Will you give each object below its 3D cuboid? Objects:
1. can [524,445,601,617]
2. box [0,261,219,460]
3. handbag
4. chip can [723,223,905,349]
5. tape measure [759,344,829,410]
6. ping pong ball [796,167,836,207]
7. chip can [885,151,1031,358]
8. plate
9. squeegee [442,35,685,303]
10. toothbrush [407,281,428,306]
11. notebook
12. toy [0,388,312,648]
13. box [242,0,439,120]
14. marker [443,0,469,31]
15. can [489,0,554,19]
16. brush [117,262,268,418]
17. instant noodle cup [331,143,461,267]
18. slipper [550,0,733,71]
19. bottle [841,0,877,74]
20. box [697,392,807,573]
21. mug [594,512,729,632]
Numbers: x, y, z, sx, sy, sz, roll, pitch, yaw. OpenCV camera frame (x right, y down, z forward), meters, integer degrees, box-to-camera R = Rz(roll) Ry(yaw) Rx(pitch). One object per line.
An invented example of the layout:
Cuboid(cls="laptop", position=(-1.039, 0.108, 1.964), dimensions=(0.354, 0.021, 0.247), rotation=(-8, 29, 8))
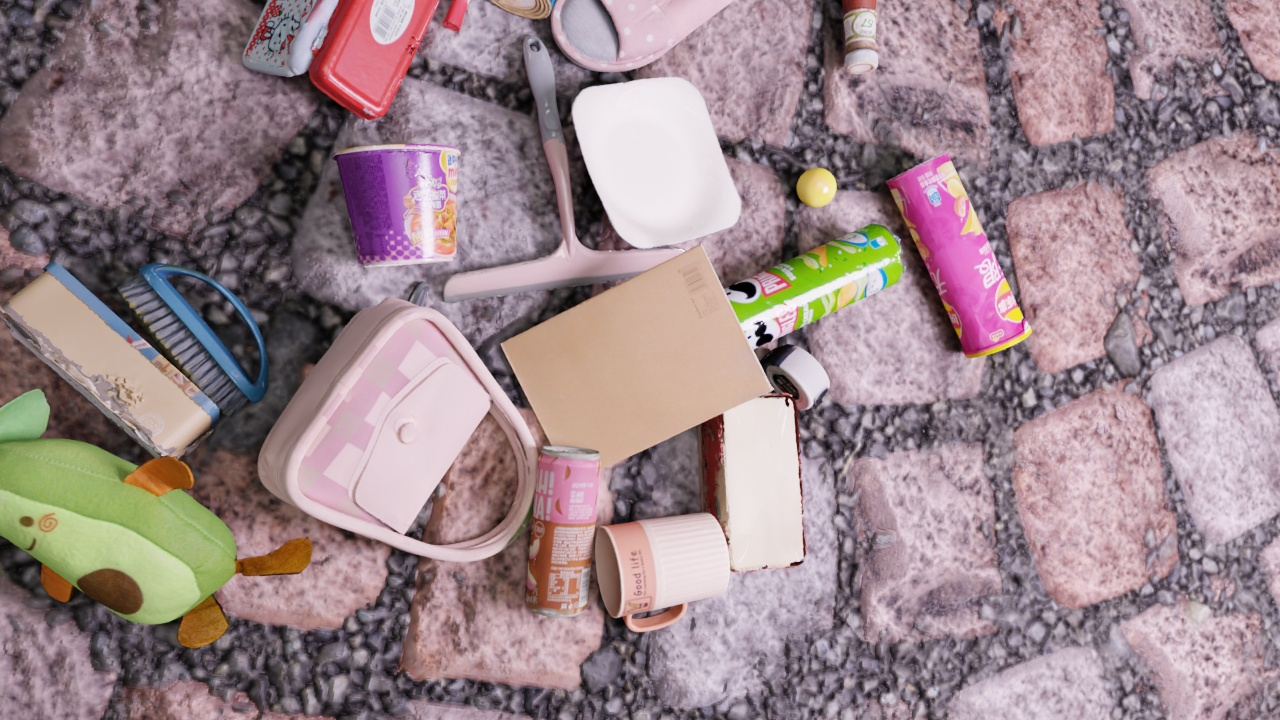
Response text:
Cuboid(cls="can", position=(-0.070, 0.153, 0.831), dimensions=(0.058, 0.058, 0.147), rotation=(5, 91, -16))
Cuboid(cls="box", position=(-0.423, 0.003, 0.729), dimensions=(0.184, 0.090, 0.060), rotation=(47, 63, -10))
Cuboid(cls="handbag", position=(-0.187, 0.081, 0.798), dimensions=(0.234, 0.093, 0.193), rotation=(43, 70, -28))
Cuboid(cls="chip can", position=(0.150, -0.065, 0.914), dimensions=(0.235, 0.072, 0.072), rotation=(-24, 93, -17))
Cuboid(cls="tape measure", position=(0.154, 0.017, 0.911), dimensions=(0.033, 0.066, 0.066), rotation=(-44, 98, -16))
Cuboid(cls="ping pong ball", position=(0.182, -0.178, 0.947), dimensions=(0.040, 0.040, 0.040), rotation=(1, 85, -16))
Cuboid(cls="chip can", position=(0.335, -0.110, 0.971), dimensions=(0.071, 0.071, 0.210), rotation=(-27, 93, -17))
Cuboid(cls="plate", position=(0.012, -0.188, 0.885), dimensions=(0.163, 0.034, 0.164), rotation=(-19, 89, -34))
Cuboid(cls="squeegee", position=(-0.082, -0.193, 0.873), dimensions=(0.247, 0.040, 0.249), rotation=(-10, 88, -17))
Cuboid(cls="toothbrush", position=(-0.229, 0.011, 0.826), dimensions=(0.015, 0.018, 0.181), rotation=(23, 79, -11))
Cuboid(cls="notebook", position=(-0.005, 0.005, 0.848), dimensions=(0.212, 0.012, 0.149), rotation=(-26, 92, 8))
Cuboid(cls="toy", position=(-0.392, 0.135, 0.698), dimensions=(0.227, 0.089, 0.246), rotation=(-38, 120, 23))
Cuboid(cls="box", position=(-0.261, -0.328, 0.830), dimensions=(0.118, 0.098, 0.201), rotation=(32, 74, -44))
Cuboid(cls="marker", position=(-0.157, -0.383, 0.875), dimensions=(0.017, 0.017, 0.145), rotation=(19, 81, -14))
Cuboid(cls="can", position=(-0.102, -0.388, 0.861), dimensions=(0.075, 0.075, 0.111), rotation=(21, 81, -14))
Cuboid(cls="brush", position=(-0.363, -0.024, 0.768), dimensions=(0.073, 0.055, 0.144), rotation=(-41, 97, -15))
Cuboid(cls="instant noodle cup", position=(-0.206, -0.133, 0.800), dimensions=(0.111, 0.112, 0.099), rotation=(-7, 97, -17))
Cuboid(cls="slipper", position=(0.032, -0.379, 0.911), dimensions=(0.274, 0.054, 0.114), rotation=(-34, 96, -16))
Cuboid(cls="bottle", position=(0.231, -0.407, 0.968), dimensions=(0.059, 0.060, 0.206), rotation=(1, 85, -16))
Cuboid(cls="box", position=(0.108, 0.116, 0.885), dimensions=(0.091, 0.076, 0.168), rotation=(-2, 86, -17))
Cuboid(cls="mug", position=(0.019, 0.201, 0.856), dimensions=(0.105, 0.081, 0.115), rotation=(-6, 114, -18))
